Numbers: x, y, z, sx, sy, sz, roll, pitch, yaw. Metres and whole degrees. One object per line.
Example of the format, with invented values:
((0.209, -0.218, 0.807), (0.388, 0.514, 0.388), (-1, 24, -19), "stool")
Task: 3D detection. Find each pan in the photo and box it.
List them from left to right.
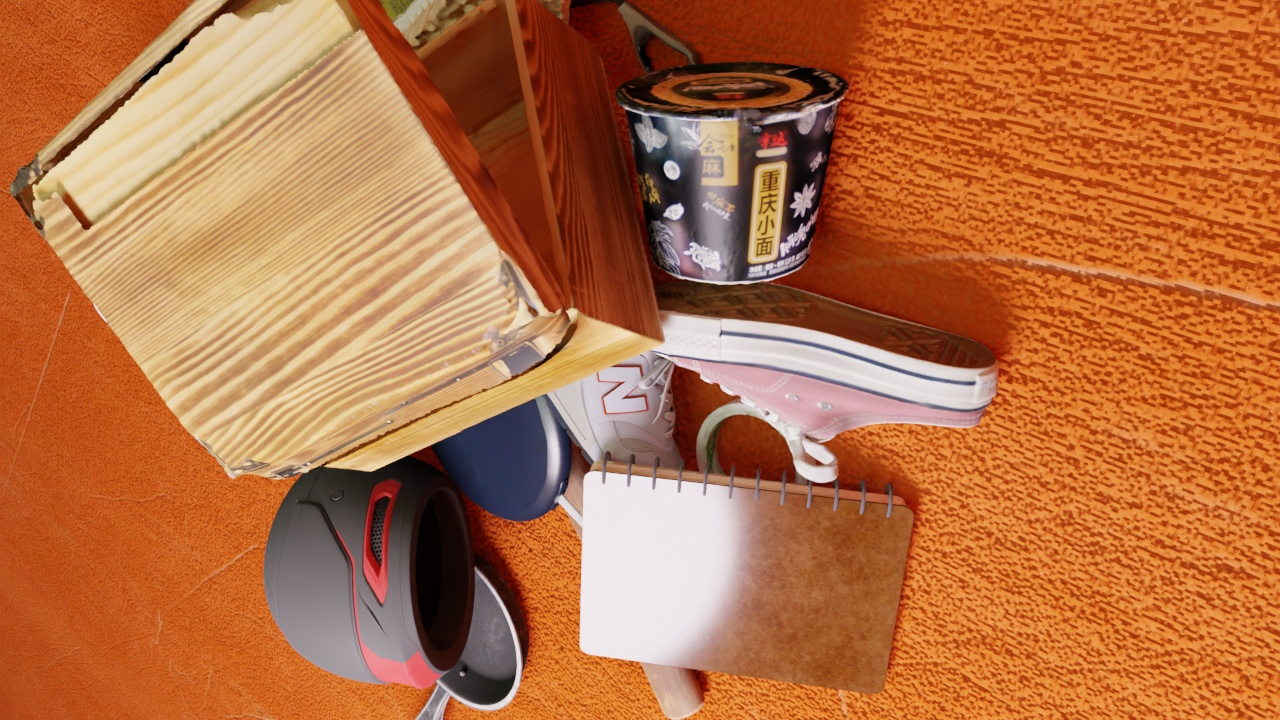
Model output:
((-0.210, 0.343, 0.987), (0.187, 0.055, 0.358), (33, 123, 25), "pan")
((-0.082, 0.099, 0.762), (0.356, 0.021, 0.199), (44, 133, 20), "pan")

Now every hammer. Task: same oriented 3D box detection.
((-0.029, 0.172, 0.797), (0.158, 0.037, 0.300), (-30, 86, 41), "hammer")

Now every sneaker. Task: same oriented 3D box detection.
((-0.004, 0.004, 0.682), (0.124, 0.088, 0.240), (-36, 101, 15), "sneaker")
((0.099, 0.010, 0.592), (0.241, 0.118, 0.088), (14, 116, 18), "sneaker")

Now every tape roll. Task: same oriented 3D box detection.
((0.085, 0.074, 0.685), (0.094, 0.018, 0.094), (13, 113, 34), "tape roll")

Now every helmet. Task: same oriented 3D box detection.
((-0.254, 0.179, 0.842), (0.170, 0.264, 0.164), (-11, 136, 9), "helmet")

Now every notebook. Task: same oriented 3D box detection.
((0.070, 0.152, 0.659), (0.225, 0.024, 0.168), (6, 112, 8), "notebook")

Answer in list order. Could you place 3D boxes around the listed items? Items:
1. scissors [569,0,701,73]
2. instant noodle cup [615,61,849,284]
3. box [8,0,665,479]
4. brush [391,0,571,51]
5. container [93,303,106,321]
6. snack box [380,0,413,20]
((-0.005, -0.256, 0.643), (0.158, 0.012, 0.168), (-30, 85, 40), "scissors")
((0.057, -0.117, 0.573), (0.137, 0.136, 0.112), (17, 125, 33), "instant noodle cup")
((-0.180, -0.067, 0.554), (0.280, 0.263, 0.269), (-23, 70, 27), "box")
((-0.153, -0.237, 0.713), (0.272, 0.083, 0.056), (-19, 55, 42), "brush")
((-0.436, -0.110, 0.887), (0.187, 0.189, 0.189), (26, 122, 53), "container")
((-0.191, -0.317, 0.730), (0.181, 0.045, 0.121), (-15, 116, 39), "snack box")
